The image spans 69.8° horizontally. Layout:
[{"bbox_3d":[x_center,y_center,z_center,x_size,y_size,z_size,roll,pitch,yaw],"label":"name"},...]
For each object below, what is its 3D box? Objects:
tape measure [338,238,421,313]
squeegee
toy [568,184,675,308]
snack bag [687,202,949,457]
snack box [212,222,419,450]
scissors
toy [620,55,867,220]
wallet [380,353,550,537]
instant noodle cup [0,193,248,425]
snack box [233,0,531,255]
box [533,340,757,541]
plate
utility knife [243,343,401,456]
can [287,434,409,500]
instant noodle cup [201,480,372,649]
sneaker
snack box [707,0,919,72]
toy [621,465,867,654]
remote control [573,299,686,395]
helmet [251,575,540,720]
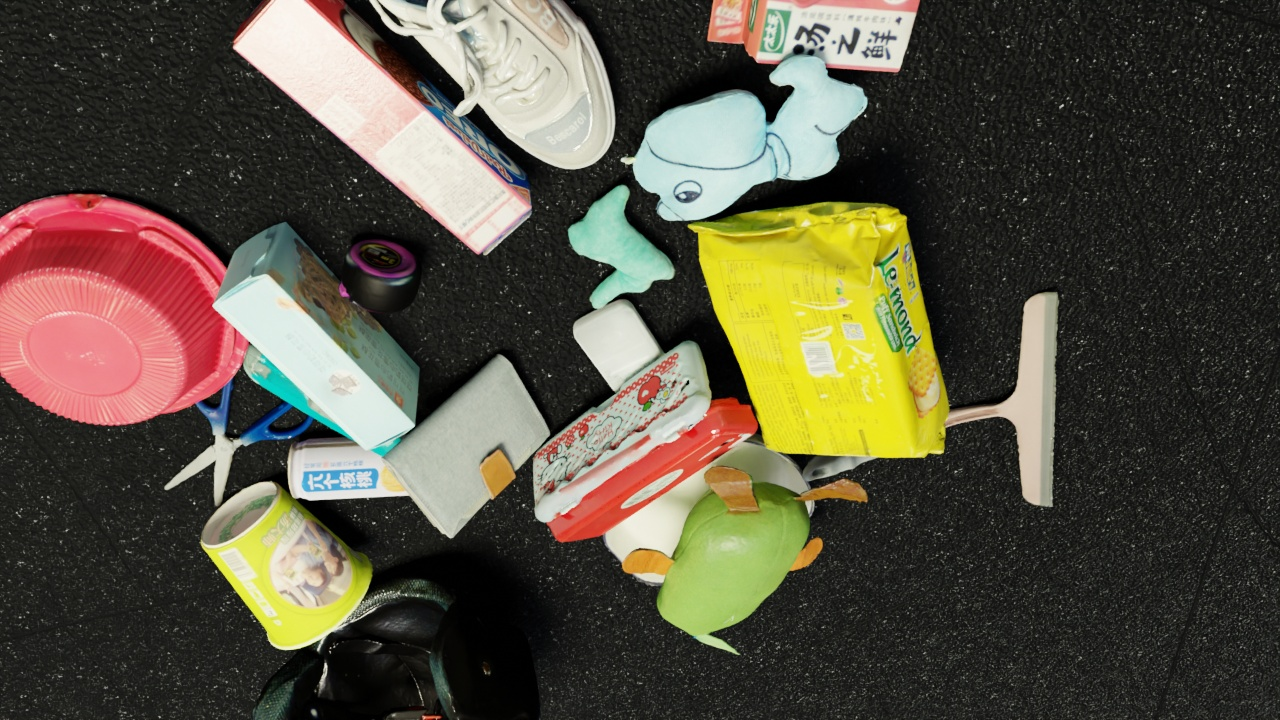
[{"bbox_3d":[-0.193,-0.062,0.682,0.057,0.057,0.039,9,127,-19],"label":"tape measure"},{"bbox_3d":[0.267,0.068,0.868,0.249,0.040,0.248,-16,121,-4],"label":"squeegee"},{"bbox_3d":[-0.018,-0.081,0.714,0.097,0.030,0.092,-37,123,27],"label":"toy"},{"bbox_3d":[0.144,-0.013,0.720,0.158,0.068,0.247,-1,131,32],"label":"snack bag"},{"bbox_3d":[-0.239,-0.015,0.700,0.052,0.074,0.175,-27,128,11],"label":"snack box"},{"bbox_3d":[-0.347,0.066,0.788,0.163,0.012,0.163,-5,130,-4],"label":"scissors"},{"bbox_3d":[0.066,-0.151,0.645,0.156,0.049,0.162,6,145,-12],"label":"toy"},{"bbox_3d":[-0.139,0.075,0.772,0.129,0.037,0.107,-45,132,-22],"label":"wallet"},{"bbox_3d":[-0.393,-0.020,0.670,0.194,0.065,0.194,-3,127,-4],"label":"instant noodle cup"},{"bbox_3d":[-0.162,-0.159,0.610,0.058,0.057,0.207,-38,124,17],"label":"snack box"},{"bbox_3d":[-0.011,0.067,0.777,0.202,0.098,0.095,-37,159,26],"label":"box"},{"bbox_3d":[0.063,0.142,0.895,0.205,0.045,0.205,-4,129,-5],"label":"plate"},{"bbox_3d":[-0.247,0.046,0.757,0.187,0.013,0.029,34,103,-13],"label":"utility knife"},{"bbox_3d":[-0.233,0.092,0.801,0.134,0.053,0.053,-2,128,-8],"label":"can"},{"bbox_3d":[-0.324,0.177,0.827,0.112,0.111,0.123,-23,120,9],"label":"instant noodle cup"},{"bbox_3d":[-0.095,-0.203,0.564,0.090,0.090,0.242,-33,127,18],"label":"sneaker"},{"bbox_3d":[0.117,-0.250,0.590,0.127,0.044,0.113,0,128,-9],"label":"snack box"},{"bbox_3d":[0.086,0.175,0.840,0.226,0.090,0.247,6,132,-27],"label":"toy"},{"bbox_3d":[-0.005,0.005,0.789,0.056,0.020,0.136,-25,128,13],"label":"remote control"},{"bbox_3d":[-0.207,0.346,0.876,0.234,0.274,0.230,-19,157,19],"label":"helmet"}]
